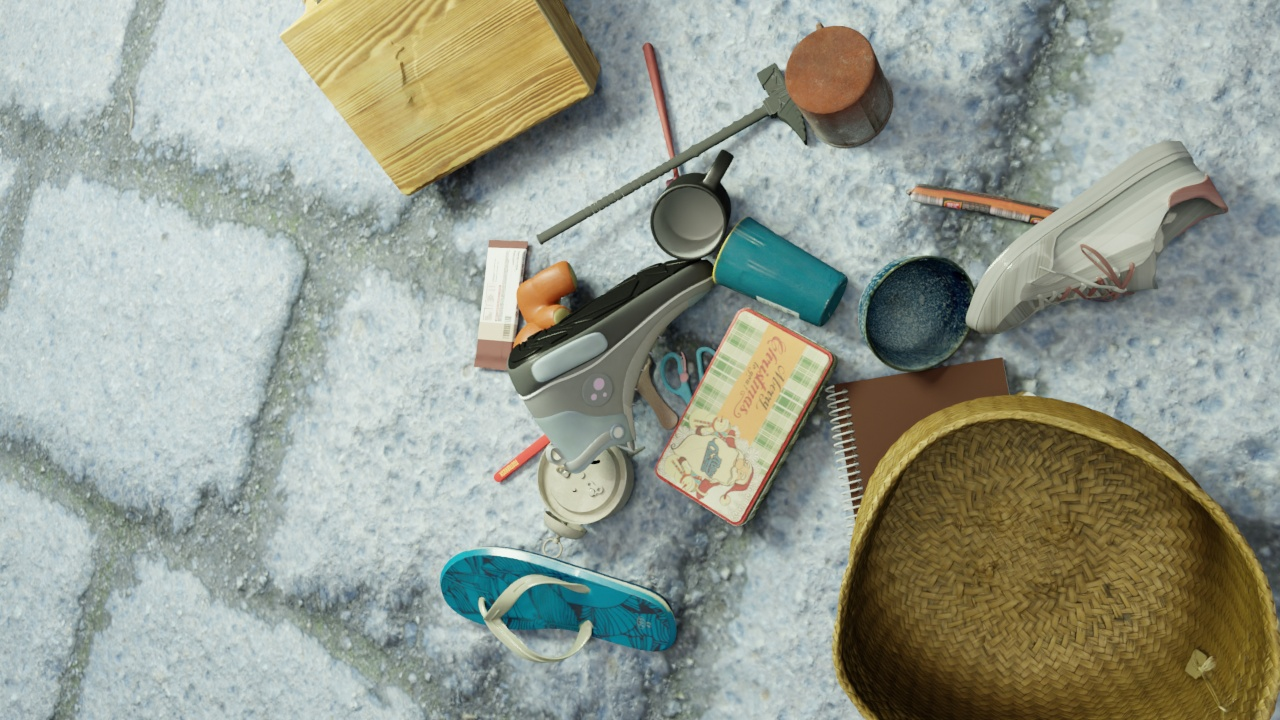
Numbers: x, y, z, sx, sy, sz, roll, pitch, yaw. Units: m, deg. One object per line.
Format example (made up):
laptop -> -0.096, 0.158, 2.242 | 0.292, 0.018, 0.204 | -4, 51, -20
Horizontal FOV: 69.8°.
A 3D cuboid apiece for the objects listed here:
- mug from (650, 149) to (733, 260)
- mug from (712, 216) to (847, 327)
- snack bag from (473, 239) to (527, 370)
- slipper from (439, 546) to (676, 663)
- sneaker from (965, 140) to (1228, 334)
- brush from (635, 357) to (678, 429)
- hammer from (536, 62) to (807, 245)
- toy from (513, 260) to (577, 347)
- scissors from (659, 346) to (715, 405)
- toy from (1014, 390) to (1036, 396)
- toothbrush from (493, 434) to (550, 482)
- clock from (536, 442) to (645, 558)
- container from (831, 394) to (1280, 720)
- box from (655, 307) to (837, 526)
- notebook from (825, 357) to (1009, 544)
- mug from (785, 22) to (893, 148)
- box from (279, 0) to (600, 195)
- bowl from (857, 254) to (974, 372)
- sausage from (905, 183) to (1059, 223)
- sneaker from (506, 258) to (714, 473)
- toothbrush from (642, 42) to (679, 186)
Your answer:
mug -> 0.063, -0.167, 0.960 | 0.078, 0.087, 0.114 | 30, 111, -3
mug -> 0.146, -0.087, 0.943 | 0.121, 0.078, 0.078 | 31, 97, 19
snack bag -> -0.169, -0.068, 1.112 | 0.057, 0.013, 0.158 | 4, 87, 22
slipper -> -0.105, 0.271, 1.004 | 0.295, 0.060, 0.118 | 5, 114, 22
sneaker -> 0.406, -0.087, 0.812 | 0.236, 0.099, 0.089 | -41, 56, 13
brush -> -0.002, 0.022, 1.027 | 0.050, 0.015, 0.135 | -42, 70, 16
hammer -> 0.027, -0.206, 1.018 | 0.325, 0.015, 0.095 | -27, 76, 13
toy -> -0.103, -0.024, 1.030 | 0.096, 0.112, 0.176 | 15, 93, -7
scissors -> 0.072, 0.049, 0.997 | 0.076, 0.015, 0.141 | -24, 82, 18
toy -> 0.388, 0.081, 0.835 | 0.123, 0.038, 0.079 | 25, 91, 15
toothbrush -> -0.097, 0.080, 1.054 | 0.213, 0.017, 0.012 | -39, 76, 20
clock -> -0.066, 0.148, 1.019 | 0.103, 0.061, 0.157 | 26, 88, 21
container -> 0.321, 0.181, 0.746 | 0.307, 0.196, 0.307 | 3, 99, 20
box -> 0.108, 0.058, 0.952 | 0.118, 0.050, 0.205 | 31, 97, 17
notebook -> 0.280, 0.114, 0.890 | 0.172, 0.022, 0.209 | -11, 81, 21
mug -> 0.196, -0.287, 0.921 | 0.096, 0.110, 0.123 | -20, 77, 16
box -> -0.230, -0.443, 1.121 | 0.280, 0.286, 0.335 | -22, 34, 21
bowl -> 0.258, -0.052, 0.887 | 0.114, 0.060, 0.114 | -4, 110, -11
sausage -> 0.335, -0.152, 0.892 | 0.155, 0.020, 0.020 | 16, 91, 25
sneaker -> -0.006, 0.004, 0.969 | 0.093, 0.256, 0.160 | 11, 127, 61
toothbrush -> 0.024, -0.272, 1.045 | 0.016, 0.016, 0.189 | -16, 79, 26
